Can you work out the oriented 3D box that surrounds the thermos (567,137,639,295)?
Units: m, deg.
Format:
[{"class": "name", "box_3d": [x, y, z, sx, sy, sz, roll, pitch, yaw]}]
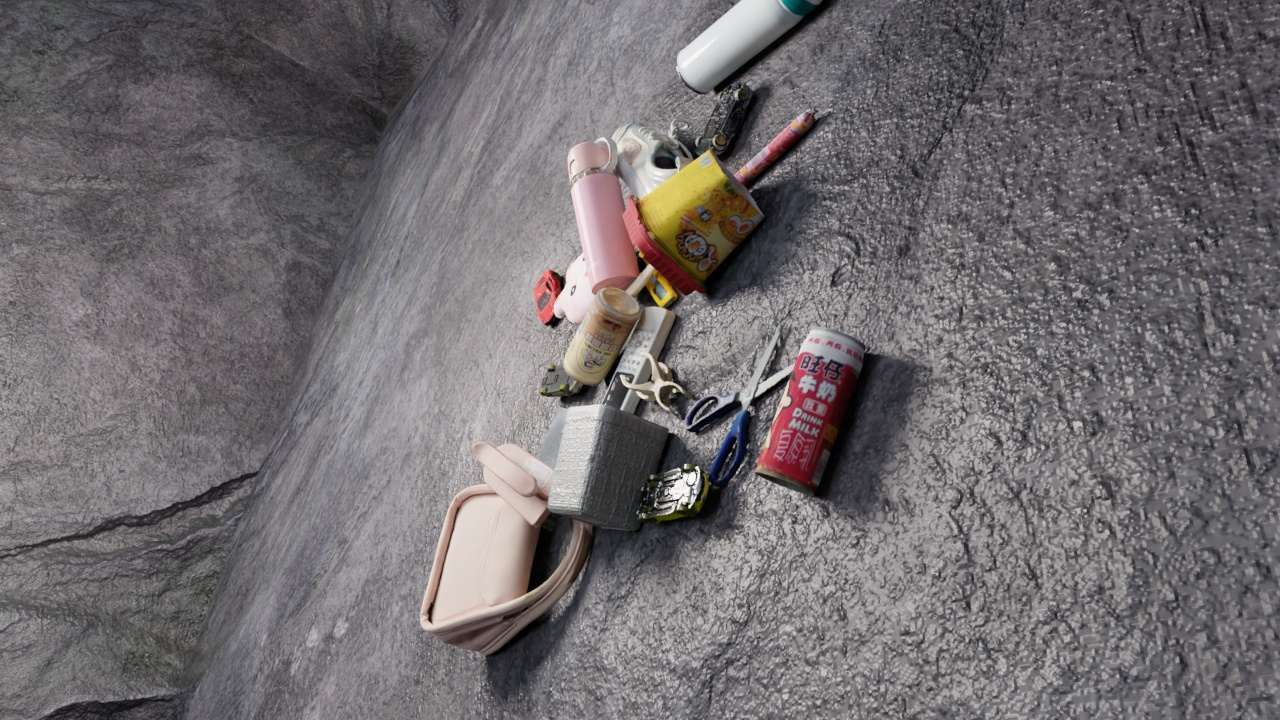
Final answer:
[{"class": "thermos", "box_3d": [-0.044, -0.187, 1.170, 0.087, 0.067, 0.198, -30, 64, 48]}]

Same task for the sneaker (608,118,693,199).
[{"class": "sneaker", "box_3d": [0.019, -0.271, 1.193, 0.242, 0.089, 0.091, -111, 34, -50]}]

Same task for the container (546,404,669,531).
[{"class": "container", "box_3d": [-0.038, 0.116, 0.974, 0.090, 0.090, 0.114, -10, 61, 57]}]

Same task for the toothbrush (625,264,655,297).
[{"class": "toothbrush", "box_3d": [0.033, -0.131, 1.117, 0.191, 0.018, 0.016, -49, 34, 13]}]

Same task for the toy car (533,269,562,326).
[{"class": "toy car", "box_3d": [-0.139, -0.095, 1.383, 0.049, 0.031, 0.106, -49, 33, 26]}]

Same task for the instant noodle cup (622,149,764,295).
[{"class": "instant noodle cup", "box_3d": [0.061, -0.157, 1.025, 0.124, 0.116, 0.116, -40, 35, 16]}]

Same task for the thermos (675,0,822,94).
[{"class": "thermos", "box_3d": [0.141, -0.421, 1.155, 0.225, 0.073, 0.073, -25, 46, 49]}]

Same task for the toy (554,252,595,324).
[{"class": "toy", "box_3d": [-0.076, -0.103, 1.261, 0.160, 0.054, 0.121, -10, 58, 61]}]

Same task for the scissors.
[{"class": "scissors", "box_3d": [0.097, 0.044, 0.886, 0.163, 0.012, 0.174, -14, 54, 55]}]

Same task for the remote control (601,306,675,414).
[{"class": "remote control", "box_3d": [-0.006, 0.006, 1.082, 0.058, 0.021, 0.150, 11, 75, 61]}]

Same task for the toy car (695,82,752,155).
[{"class": "toy car", "box_3d": [0.105, -0.296, 1.141, 0.105, 0.031, 0.049, -63, 27, -3]}]

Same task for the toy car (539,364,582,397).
[{"class": "toy car", "box_3d": [-0.100, 0.027, 1.206, 0.091, 0.035, 0.042, -12, 57, 55]}]

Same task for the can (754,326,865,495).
[{"class": "can", "box_3d": [0.143, 0.042, 0.766, 0.053, 0.053, 0.132, 6, 72, 60]}]

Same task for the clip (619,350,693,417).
[{"class": "clip", "box_3d": [0.026, 0.016, 1.006, 0.105, 0.035, 0.084, 9, 66, 52]}]

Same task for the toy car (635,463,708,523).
[{"class": "toy car", "box_3d": [0.034, 0.133, 0.892, 0.105, 0.032, 0.048, -27, 45, 52]}]

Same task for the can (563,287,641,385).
[{"class": "can", "box_3d": [-0.048, -0.029, 1.121, 0.117, 0.058, 0.058, -60, 25, 32]}]

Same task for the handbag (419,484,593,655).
[{"class": "handbag", "box_3d": [-0.146, 0.230, 1.080, 0.235, 0.093, 0.192, -26, 44, 37]}]

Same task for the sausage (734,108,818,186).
[{"class": "sausage", "box_3d": [0.142, -0.230, 1.035, 0.156, 0.020, 0.020, -39, 36, 38]}]

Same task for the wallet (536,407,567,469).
[{"class": "wallet", "box_3d": [-0.091, 0.109, 1.143, 0.121, 0.019, 0.097, 7, 72, 59]}]

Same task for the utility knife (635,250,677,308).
[{"class": "utility knife", "box_3d": [0.015, -0.106, 1.147, 0.033, 0.015, 0.153, -57, 29, 16]}]

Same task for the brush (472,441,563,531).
[{"class": "brush", "box_3d": [-0.138, 0.133, 1.046, 0.146, 0.073, 0.063, 27, 78, 49]}]
